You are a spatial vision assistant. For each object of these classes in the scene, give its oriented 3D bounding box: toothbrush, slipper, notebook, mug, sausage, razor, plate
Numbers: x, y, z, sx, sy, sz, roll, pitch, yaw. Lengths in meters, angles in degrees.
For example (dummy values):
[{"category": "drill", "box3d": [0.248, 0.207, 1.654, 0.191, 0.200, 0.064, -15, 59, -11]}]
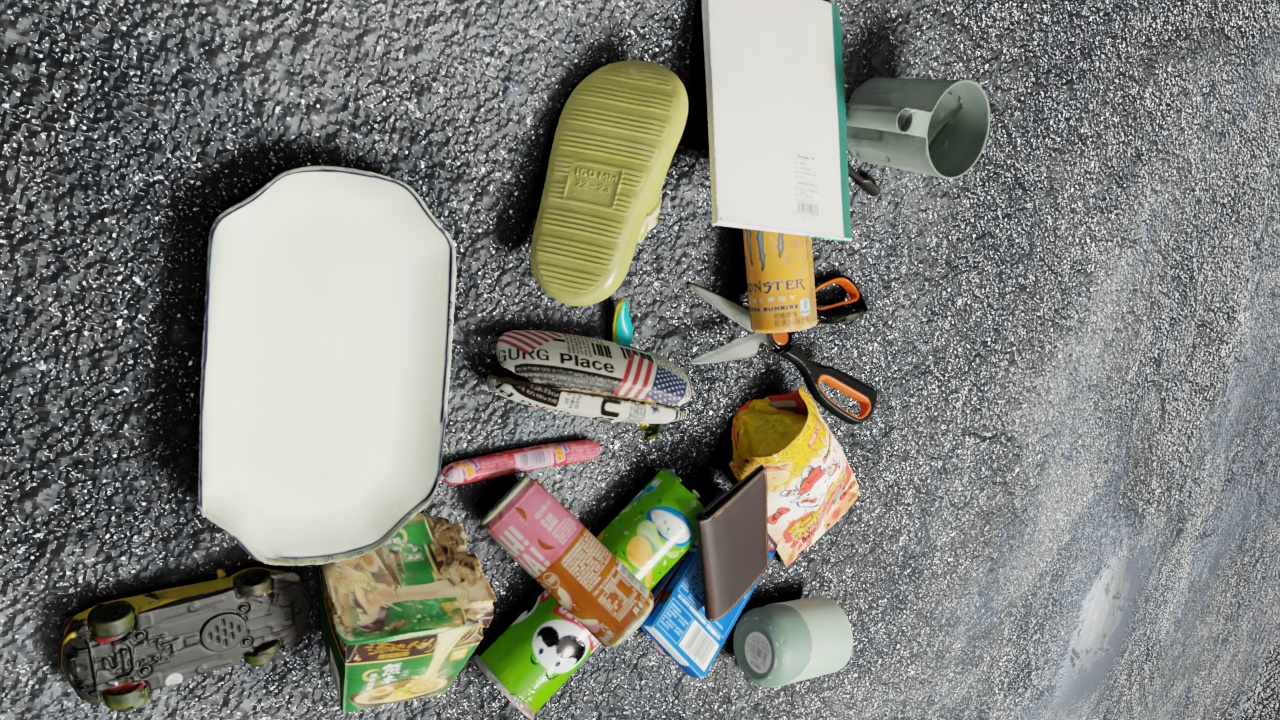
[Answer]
[{"category": "toothbrush", "box3d": [0.154, -0.197, 0.821, 0.212, 0.027, 0.026, 23, 137, -40]}, {"category": "slipper", "box3d": [-0.024, -0.129, 0.693, 0.081, 0.092, 0.190, 42, 67, -78]}, {"category": "notebook", "box3d": [0.114, -0.206, 0.746, 0.150, 0.012, 0.209, 1, 84, -35]}, {"category": "mug", "box3d": [0.153, 0.308, 0.984, 0.106, 0.082, 0.112, 1, 138, -36]}, {"category": "sausage", "box3d": [-0.096, 0.082, 0.750, 0.155, 0.020, 0.020, -7, 111, -34]}, {"category": "razor", "box3d": [-0.005, 0.005, 0.781, 0.043, 0.028, 0.133, -59, 140, -48]}, {"category": "mug", "box3d": [0.231, -0.213, 0.819, 0.123, 0.103, 0.084, -1, 108, -34]}, {"category": "plate", "box3d": [-0.209, 0.005, 0.615, 0.161, 0.034, 0.266, -1, 101, -34]}]

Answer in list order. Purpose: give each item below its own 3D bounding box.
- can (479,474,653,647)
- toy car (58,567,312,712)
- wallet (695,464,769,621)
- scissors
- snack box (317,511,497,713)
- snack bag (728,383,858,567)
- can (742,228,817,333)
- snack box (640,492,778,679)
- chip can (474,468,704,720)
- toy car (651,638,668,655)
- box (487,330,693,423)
[{"category": "can", "box3d": [-0.058, 0.161, 0.738, 0.147, 0.058, 0.057, 45, 77, -2]}, {"category": "toy car", "box3d": [-0.305, 0.184, 0.625, 0.155, 0.041, 0.071, -10, 113, -31]}, {"category": "wallet", "box3d": [0.087, 0.167, 0.837, 0.096, 0.020, 0.122, -34, 131, -38]}, {"category": "scissors", "box3d": [0.142, -0.022, 0.855, 0.221, 0.022, 0.223, 45, 57, -12]}, {"category": "snack box", "box3d": [-0.183, 0.189, 0.671, 0.117, 0.118, 0.106, 1, 123, -32]}, {"category": "snack bag", "box3d": [0.159, 0.119, 0.929, 0.128, 0.073, 0.208, -47, 135, -13]}, {"category": "can", "box3d": [0.118, -0.098, 0.791, 0.058, 0.058, 0.146, -10, 99, -33]}, {"category": "snack box", "box3d": [0.068, 0.212, 0.878, 0.084, 0.026, 0.156, 51, 59, -25]}, {"category": "chip can", "box3d": [-0.036, 0.200, 0.806, 0.235, 0.072, 0.072, -44, 127, -15]}, {"category": "toy car", "box3d": [0.056, 0.242, 0.908, 0.122, 0.037, 0.056, -31, 108, -34]}, {"category": "box", "box3d": [-0.034, 0.007, 0.718, 0.163, 0.074, 0.079, 13, 94, -20]}]
